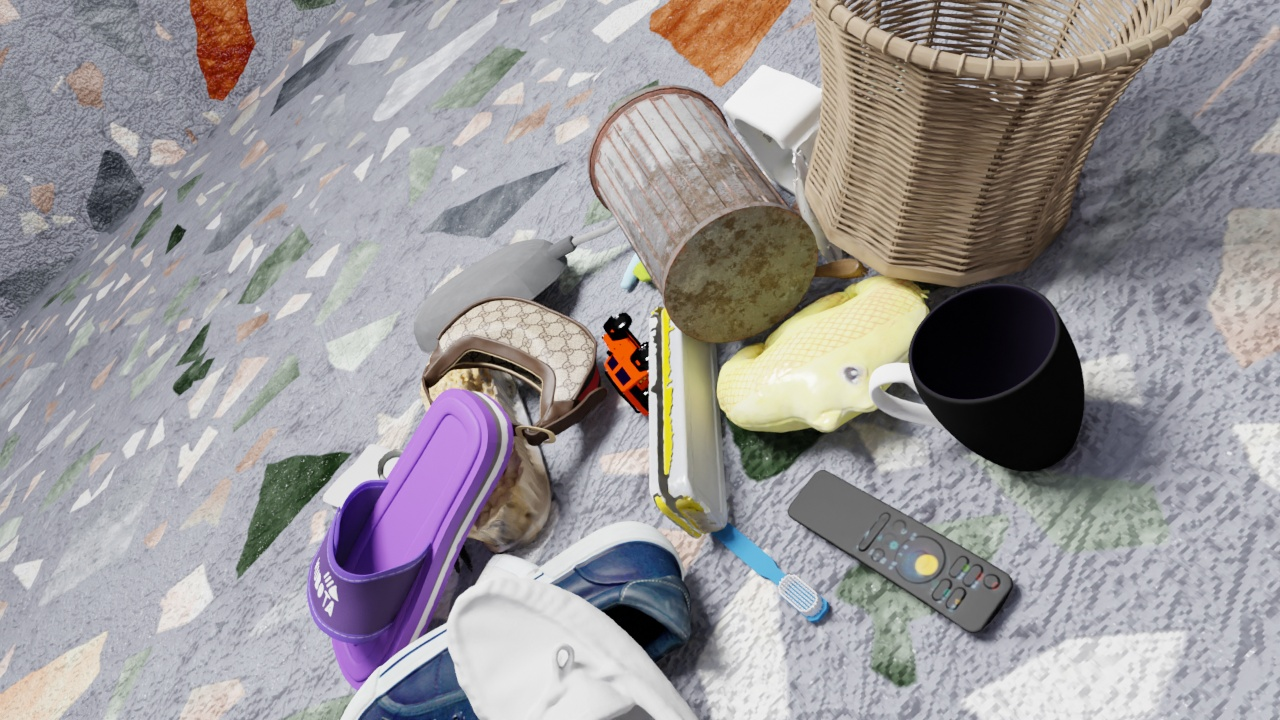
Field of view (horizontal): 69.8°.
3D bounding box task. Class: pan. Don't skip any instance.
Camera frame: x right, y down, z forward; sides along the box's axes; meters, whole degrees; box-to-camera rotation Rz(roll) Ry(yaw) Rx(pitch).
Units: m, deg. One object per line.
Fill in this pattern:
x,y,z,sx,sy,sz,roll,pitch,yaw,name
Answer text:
-0.084,-0.113,0.926,0.358,0.041,0.178,-26,18,16,pan

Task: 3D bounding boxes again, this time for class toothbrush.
0.117,-0.069,0.755,0.167,0.016,0.016,-1,75,52,toothbrush
0.069,0.127,0.631,0.016,0.014,0.167,-48,37,-6,toothbrush
0.014,-0.133,0.921,0.154,0.016,0.022,-65,6,-25,toothbrush

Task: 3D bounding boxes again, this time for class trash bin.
0.042,-0.127,0.746,0.131,0.131,0.211,-36,44,10,trash bin

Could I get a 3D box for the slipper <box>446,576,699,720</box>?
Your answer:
-0.023,0.214,0.512,0.112,0.075,0.247,-41,61,-19,slipper

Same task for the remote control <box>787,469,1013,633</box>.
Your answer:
0.154,0.114,0.564,0.041,0.020,0.152,-50,39,-9,remote control

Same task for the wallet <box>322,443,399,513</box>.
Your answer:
-0.256,0.127,0.913,0.116,0.032,0.086,9,51,45,wallet

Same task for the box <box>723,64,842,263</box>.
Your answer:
0.143,-0.167,0.767,0.083,0.110,0.190,-34,42,15,box

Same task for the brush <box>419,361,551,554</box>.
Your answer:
-0.145,0.069,0.842,0.083,0.056,0.271,-37,38,7,brush

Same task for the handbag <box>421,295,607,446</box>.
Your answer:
-0.112,0.016,0.805,0.166,0.063,0.138,25,56,26,handbag

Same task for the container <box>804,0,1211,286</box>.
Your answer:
0.207,-0.183,0.593,0.227,0.196,0.226,-3,56,4,container

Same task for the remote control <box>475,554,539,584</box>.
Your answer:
-0.123,0.217,0.710,0.060,0.025,0.138,8,63,45,remote control

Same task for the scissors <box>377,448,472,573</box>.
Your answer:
-0.196,0.133,0.836,0.132,0.013,0.169,5,40,0,scissors

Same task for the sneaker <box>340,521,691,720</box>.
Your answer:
-0.084,0.235,0.598,0.295,0.121,0.127,-36,26,5,sneaker

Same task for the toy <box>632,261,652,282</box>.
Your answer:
0.033,-0.095,0.855,0.094,0.036,0.094,-16,39,38,toy

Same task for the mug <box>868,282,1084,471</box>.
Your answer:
0.200,0.020,0.543,0.119,0.100,0.084,-11,48,35,mug

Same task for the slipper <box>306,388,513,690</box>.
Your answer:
-0.204,0.139,0.726,0.107,0.084,0.267,40,106,37,slipper

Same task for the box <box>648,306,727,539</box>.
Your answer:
0.036,0.037,0.697,0.033,0.064,0.209,-27,37,25,box

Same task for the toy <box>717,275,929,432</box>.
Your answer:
0.133,-0.002,0.659,0.171,0.064,0.154,-30,24,13,toy

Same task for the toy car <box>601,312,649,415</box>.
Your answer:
-0.005,0.004,0.781,0.049,0.051,0.100,-40,38,1,toy car
